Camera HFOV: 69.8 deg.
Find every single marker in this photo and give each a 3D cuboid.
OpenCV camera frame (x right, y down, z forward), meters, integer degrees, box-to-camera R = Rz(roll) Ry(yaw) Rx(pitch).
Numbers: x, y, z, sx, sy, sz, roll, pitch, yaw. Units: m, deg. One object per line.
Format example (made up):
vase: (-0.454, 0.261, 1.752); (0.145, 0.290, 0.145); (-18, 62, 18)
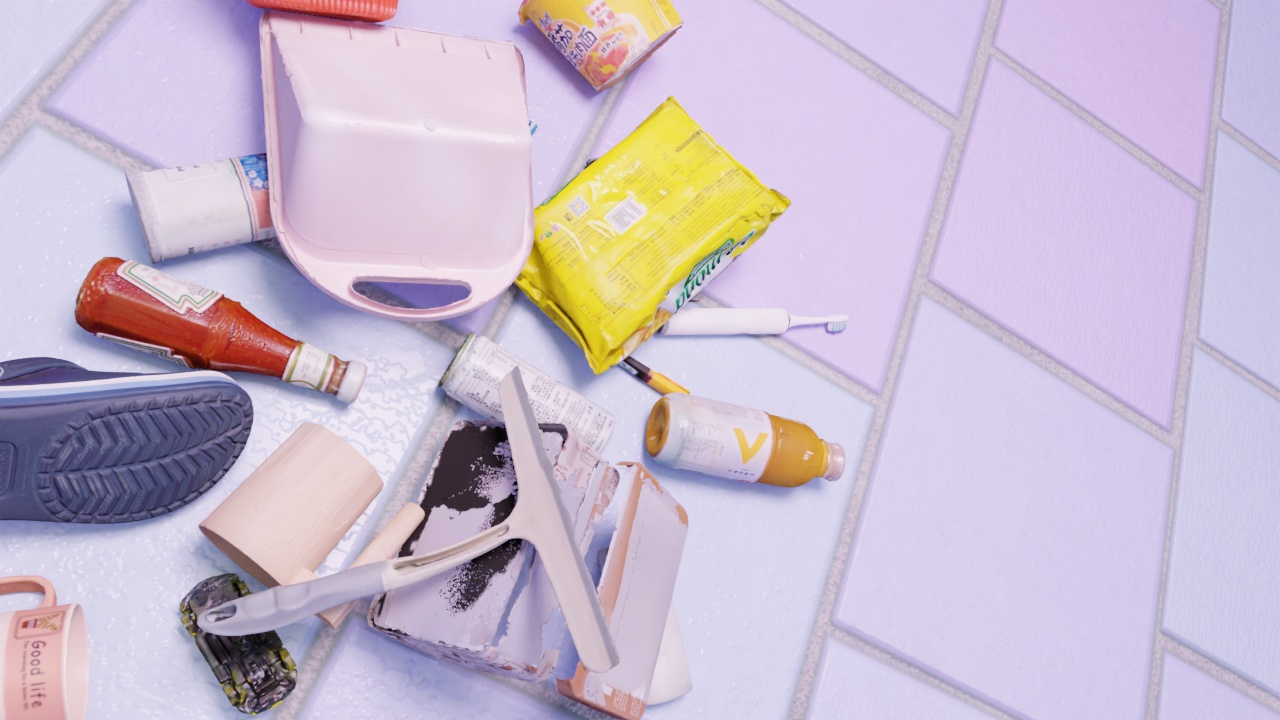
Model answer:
marker: (-0.005, 0.005, 0.853); (0.124, 0.018, 0.015); (33, 63, -10)

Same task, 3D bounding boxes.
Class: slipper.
slipper: (-0.404, 0.051, 0.627); (0.252, 0.105, 0.095); (-4, 32, -38)

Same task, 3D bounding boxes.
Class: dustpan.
dustpan: (-0.197, -0.164, 0.751); (0.222, 0.139, 0.273); (2, 37, -20)

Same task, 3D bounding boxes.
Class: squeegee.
squeegee: (-0.165, 0.139, 0.613); (0.246, 0.039, 0.246); (-18, 51, -9)

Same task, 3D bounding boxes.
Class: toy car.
toy car: (-0.287, 0.203, 0.657); (0.048, 0.032, 0.105); (-31, 75, -29)

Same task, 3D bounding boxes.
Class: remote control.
remote control: (0.003, 0.222, 0.782); (0.056, 0.019, 0.135); (-7, 75, -26)

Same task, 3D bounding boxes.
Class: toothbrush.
toothbrush: (0.117, -0.039, 0.916); (0.220, 0.027, 0.026); (-1, 112, -24)

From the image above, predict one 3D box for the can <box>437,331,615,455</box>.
can: (-0.095, 0.036, 0.780); (0.146, 0.058, 0.058); (32, 63, -11)

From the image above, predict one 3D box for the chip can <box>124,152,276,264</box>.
chip can: (-0.291, -0.136, 0.746); (0.214, 0.071, 0.071); (-17, 80, -28)

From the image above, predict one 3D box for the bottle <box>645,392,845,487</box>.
bottle: (0.100, 0.078, 0.845); (0.189, 0.068, 0.068); (13, 68, -19)

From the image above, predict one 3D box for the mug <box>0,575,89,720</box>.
mug: (-0.416, 0.190, 0.583); (0.105, 0.082, 0.114); (-3, 47, -23)

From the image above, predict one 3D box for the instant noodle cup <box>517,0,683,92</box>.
instant noodle cup: (-0.032, -0.340, 0.899); (0.137, 0.138, 0.110); (-43, 102, -29)

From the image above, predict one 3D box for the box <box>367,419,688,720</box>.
box: (-0.067, 0.165, 0.723); (0.193, 0.157, 0.182); (48, 53, -45)

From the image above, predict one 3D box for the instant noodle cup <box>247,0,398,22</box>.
instant noodle cup: (-0.275, -0.338, 0.787); (0.164, 0.189, 0.079); (0, 108, -22)

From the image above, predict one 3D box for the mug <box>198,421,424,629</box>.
mug: (-0.236, 0.118, 0.669); (0.125, 0.084, 0.103); (30, 60, 12)

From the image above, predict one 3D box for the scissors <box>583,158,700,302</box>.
scissors: (-0.022, -0.116, 0.865); (0.170, 0.019, 0.178); (-17, 76, -10)

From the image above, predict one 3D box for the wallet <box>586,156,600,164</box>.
wallet: (0.010, -0.156, 0.915); (0.120, 0.019, 0.097); (-7, 78, -27)

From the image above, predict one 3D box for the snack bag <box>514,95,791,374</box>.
snack bag: (-0.002, -0.120, 0.824); (0.246, 0.068, 0.158); (-42, 83, -14)

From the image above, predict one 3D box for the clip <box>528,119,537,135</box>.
clip: (-0.118, -0.211, 0.879); (0.049, 0.015, 0.056); (40, 63, -4)

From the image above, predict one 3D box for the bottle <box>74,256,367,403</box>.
bottle: (-0.315, -0.016, 0.704); (0.206, 0.060, 0.059); (22, 65, -19)
